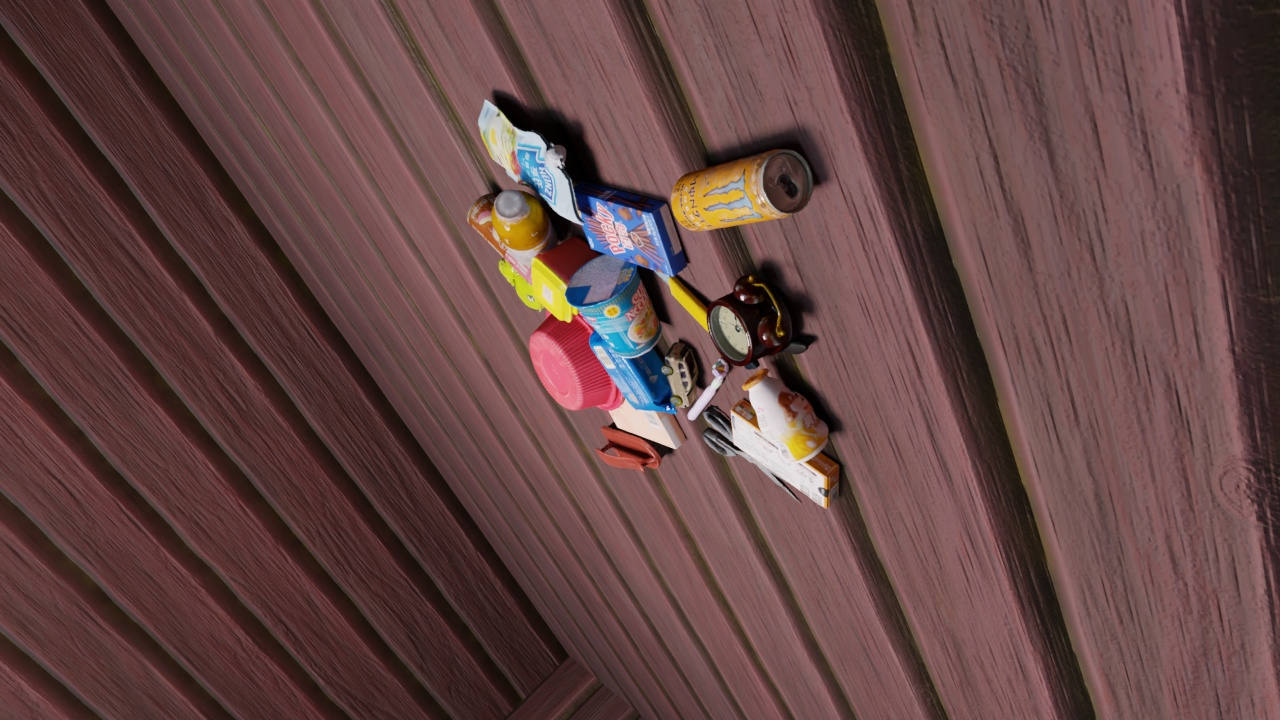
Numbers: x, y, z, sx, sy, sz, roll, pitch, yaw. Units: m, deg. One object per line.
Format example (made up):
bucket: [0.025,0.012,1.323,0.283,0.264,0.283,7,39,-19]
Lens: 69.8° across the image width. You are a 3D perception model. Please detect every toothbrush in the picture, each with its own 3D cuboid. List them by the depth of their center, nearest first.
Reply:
toothbrush: [0.136,-0.014,1.023,0.014,0.017,0.189,56,160,-12]
toothbrush: [0.085,0.044,1.196,0.021,0.029,0.189,11,157,-5]

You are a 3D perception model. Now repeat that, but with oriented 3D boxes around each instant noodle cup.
instant noodle cup: [-0.026,-0.064,1.148,0.099,0.099,0.110,24,155,47]
instant noodle cup: [-0.107,0.004,1.390,0.194,0.065,0.194,39,145,34]

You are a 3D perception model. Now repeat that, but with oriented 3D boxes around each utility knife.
utility knife: [0.071,-0.057,1.060,0.193,0.015,0.033,47,158,21]

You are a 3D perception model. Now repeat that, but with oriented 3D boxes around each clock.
clock: [0.115,-0.042,0.941,0.082,0.055,0.122,61,156,9]

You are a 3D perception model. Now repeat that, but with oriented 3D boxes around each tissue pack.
tissue pack: [-0.008,0.007,1.266,0.157,0.052,0.095,56,159,-15]

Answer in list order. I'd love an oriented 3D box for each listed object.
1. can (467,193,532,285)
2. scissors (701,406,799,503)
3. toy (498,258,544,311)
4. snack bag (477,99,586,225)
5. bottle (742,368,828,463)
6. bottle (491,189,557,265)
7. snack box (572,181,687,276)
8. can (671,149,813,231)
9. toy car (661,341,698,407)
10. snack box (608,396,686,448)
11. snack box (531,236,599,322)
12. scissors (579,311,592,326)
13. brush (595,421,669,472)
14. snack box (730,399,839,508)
can: [-0.178,-0.170,1.296,0.147,0.057,0.058,45,157,12]
scissors: [0.143,0.126,1.229,0.159,0.014,0.171,55,155,-18]
toy: [-0.179,-0.120,1.413,0.100,0.031,0.097,58,156,-9]
snack bag: [-0.131,-0.238,1.097,0.191,0.038,0.110,41,148,41]
bottle: [0.159,0.061,1.024,0.108,0.063,0.063,51,158,-5]
bottle: [-0.149,-0.171,1.164,0.068,0.068,0.189,47,177,7]
snack box: [-0.017,-0.154,1.061,0.157,0.026,0.084,25,145,46]
can: [0.088,-0.152,0.830,0.058,0.058,0.146,58,157,-18]
toy car: [0.055,0.021,1.184,0.035,0.042,0.090,8,132,28]
snack box: [-0.001,0.081,1.402,0.157,0.026,0.084,16,140,54]
snack box: [-0.093,-0.108,1.205,0.082,0.080,0.091,43,157,19]
scissors: [-0.100,-0.110,1.305,0.137,0.017,0.077,49,149,17]
brush: [-0.014,0.144,1.469,0.146,0.069,0.063,11,137,57]
snack box: [0.176,0.114,1.127,0.154,0.026,0.075,35,154,32]
